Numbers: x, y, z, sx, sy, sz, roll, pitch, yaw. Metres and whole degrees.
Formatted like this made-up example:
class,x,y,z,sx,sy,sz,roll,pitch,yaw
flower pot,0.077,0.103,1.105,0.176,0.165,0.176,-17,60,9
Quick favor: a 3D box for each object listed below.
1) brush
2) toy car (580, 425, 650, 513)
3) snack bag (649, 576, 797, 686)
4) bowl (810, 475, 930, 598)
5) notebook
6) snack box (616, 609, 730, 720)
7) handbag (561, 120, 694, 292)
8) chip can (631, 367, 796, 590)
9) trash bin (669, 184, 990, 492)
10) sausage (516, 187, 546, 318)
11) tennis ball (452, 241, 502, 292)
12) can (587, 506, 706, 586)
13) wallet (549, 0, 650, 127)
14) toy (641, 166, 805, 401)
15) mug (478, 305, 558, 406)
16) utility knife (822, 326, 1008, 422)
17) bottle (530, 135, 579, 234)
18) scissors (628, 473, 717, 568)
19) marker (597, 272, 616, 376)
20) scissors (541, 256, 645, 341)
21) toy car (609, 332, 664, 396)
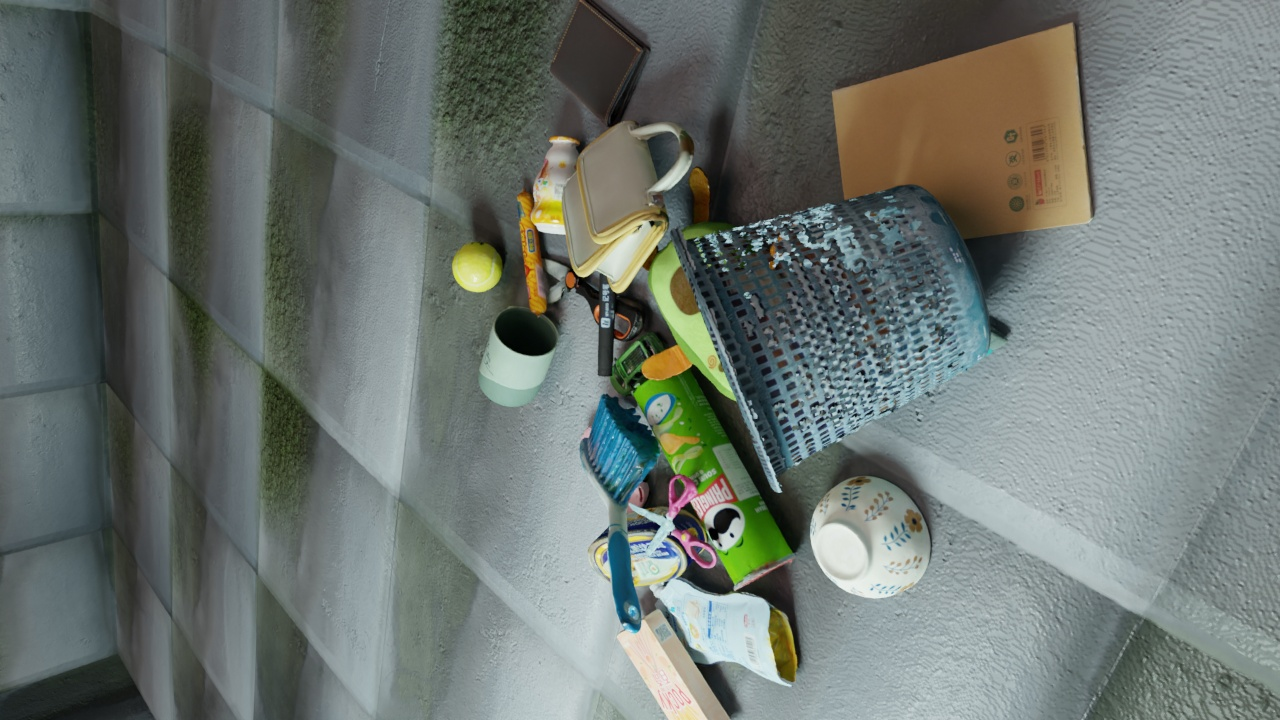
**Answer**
class,x,y,z,sx,sy,sz,roll,pitch,yaw
brush,-0.017,0.142,0.943,0.109,0.060,0.314,-57,24,11
toy car,-0.034,0.129,1.092,0.122,0.037,0.056,50,128,27
snack bag,0.083,0.294,1.005,0.191,0.038,0.110,-3,114,49
bowl,0.201,0.167,0.844,0.114,0.062,0.113,10,105,44
notebook,0.254,-0.172,0.750,0.208,0.008,0.148,-3,97,46
snack box,0.039,0.368,1.055,0.157,0.026,0.085,56,144,12
handbag,-0.014,-0.181,0.939,0.179,0.063,0.163,-48,38,35
chip can,0.074,0.116,0.954,0.072,0.072,0.236,-43,68,42
trash bin,0.154,-0.034,0.726,0.195,0.226,0.226,-22,81,5
sausage,-0.134,-0.133,1.130,0.022,0.021,0.165,-14,81,46
tennis ball,-0.212,-0.122,1.192,0.066,0.065,0.065,12,108,43
can,0.005,0.213,1.044,0.148,0.049,0.074,-20,103,42
wallet,-0.049,-0.331,1.014,0.122,0.020,0.097,48,124,28
toy,0.075,-0.059,0.898,0.228,0.089,0.246,-45,68,34
mug,-0.158,-0.011,1.152,0.107,0.082,0.111,115,147,-44
utility knife,0.231,0.022,0.814,0.210,0.013,0.029,-38,72,43
bottle,-0.092,-0.201,1.056,0.063,0.063,0.108,7,93,44
scissors,0.031,0.164,0.948,0.133,0.017,0.128,19,118,46
marker,-0.038,-0.048,1.030,0.022,0.020,0.132,-143,54,-74
scissors,-0.061,-0.101,1.081,0.221,0.021,0.223,49,128,33
toy car,-0.006,0.006,1.036,0.043,0.036,0.091,58,137,17
